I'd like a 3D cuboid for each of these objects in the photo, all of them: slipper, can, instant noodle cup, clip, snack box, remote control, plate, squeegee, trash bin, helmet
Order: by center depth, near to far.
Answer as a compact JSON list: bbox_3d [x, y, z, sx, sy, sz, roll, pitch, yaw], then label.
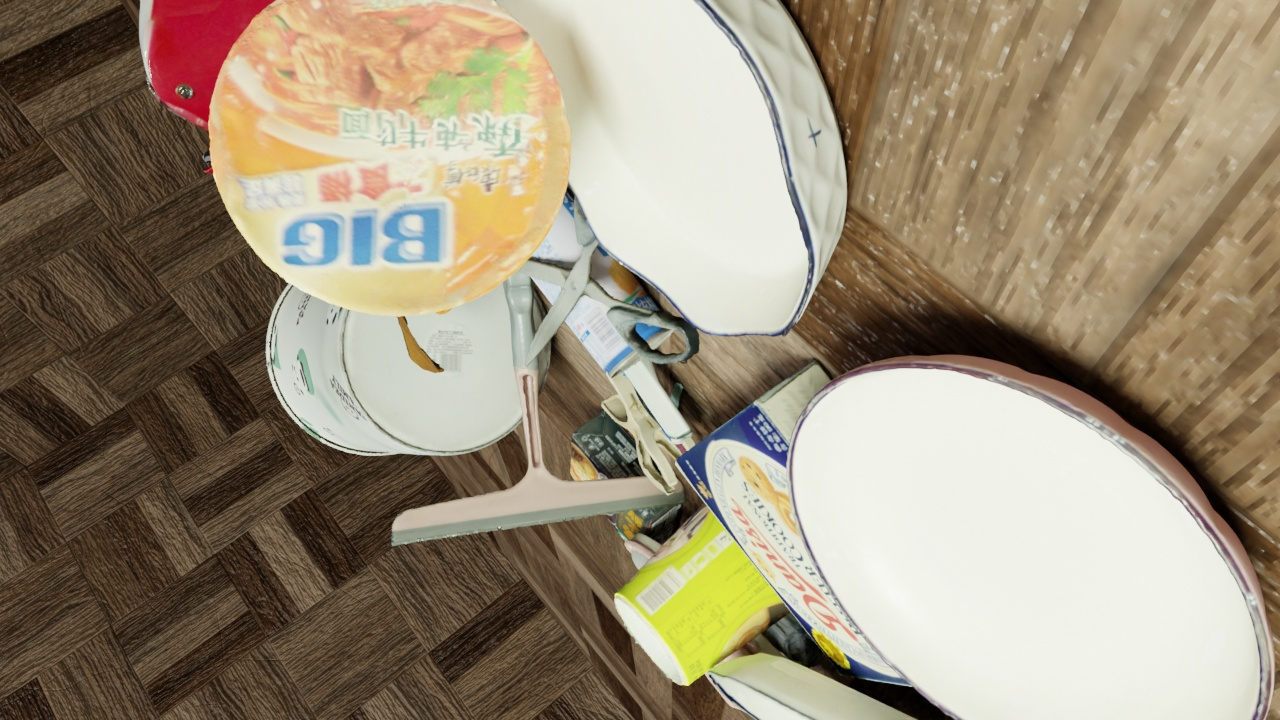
[{"bbox_3d":[0.145,0.076,0.364,0.192,0.038,0.193,34,142,32],"label":"plate"},{"bbox_3d":[0.012,-0.103,0.402,0.205,0.045,0.205,46,161,21],"label":"plate"},{"bbox_3d":[-0.114,-0.093,0.442,0.151,0.151,0.111,55,170,-5],"label":"instant noodle cup"},{"bbox_3d":[0.110,0.103,0.532,0.178,0.045,0.183,52,161,6],"label":"snack box"},{"bbox_3d":[0.164,0.249,0.573,0.266,0.034,0.162,14,153,40],"label":"plate"},{"bbox_3d":[-0.039,-0.056,0.596,0.134,0.053,0.053,52,162,5],"label":"can"},{"bbox_3d":[-0.004,0.004,0.642,0.125,0.024,0.049,56,178,8],"label":"remote control"},{"bbox_3d":[0.050,0.164,0.661,0.111,0.123,0.112,46,161,22],"label":"instant noodle cup"},{"bbox_3d":[0.006,0.051,0.681,0.100,0.034,0.070,52,156,25],"label":"clip"},{"bbox_3d":[-0.302,-0.256,0.726,0.240,0.143,0.207,122,133,-70],"label":"helmet"},{"bbox_3d":[0.077,0.246,0.754,0.274,0.054,0.114,39,165,27],"label":"slipper"},{"bbox_3d":[-0.093,0.013,0.757,0.040,0.247,0.250,-133,38,-75],"label":"squeegee"},{"bbox_3d":[-0.013,0.122,0.872,0.113,0.053,0.126,46,155,21],"label":"snack box"},{"bbox_3d":[-0.218,-0.013,0.873,0.229,0.229,0.252,59,155,-16],"label":"trash bin"}]

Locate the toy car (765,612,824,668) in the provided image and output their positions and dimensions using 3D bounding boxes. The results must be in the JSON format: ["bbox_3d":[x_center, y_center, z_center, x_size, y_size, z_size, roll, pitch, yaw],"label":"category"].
[{"bbox_3d":[0.121,0.219,0.735,0.043,0.034,0.091,36,156,36],"label":"toy car"}]

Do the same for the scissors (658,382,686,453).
[{"bbox_3d":[0.026,0.054,0.699,0.118,0.017,0.134,51,158,17],"label":"scissors"}]

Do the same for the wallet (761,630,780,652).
[{"bbox_3d":[0.077,0.222,0.855,0.115,0.033,0.090,25,145,50],"label":"wallet"}]

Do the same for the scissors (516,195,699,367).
[{"bbox_3d":[-0.034,-0.043,0.555,0.159,0.014,0.179,48,135,13],"label":"scissors"}]

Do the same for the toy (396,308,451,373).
[{"bbox_3d":[-0.154,-0.111,0.592,0.227,0.089,0.247,59,141,28],"label":"toy"}]
